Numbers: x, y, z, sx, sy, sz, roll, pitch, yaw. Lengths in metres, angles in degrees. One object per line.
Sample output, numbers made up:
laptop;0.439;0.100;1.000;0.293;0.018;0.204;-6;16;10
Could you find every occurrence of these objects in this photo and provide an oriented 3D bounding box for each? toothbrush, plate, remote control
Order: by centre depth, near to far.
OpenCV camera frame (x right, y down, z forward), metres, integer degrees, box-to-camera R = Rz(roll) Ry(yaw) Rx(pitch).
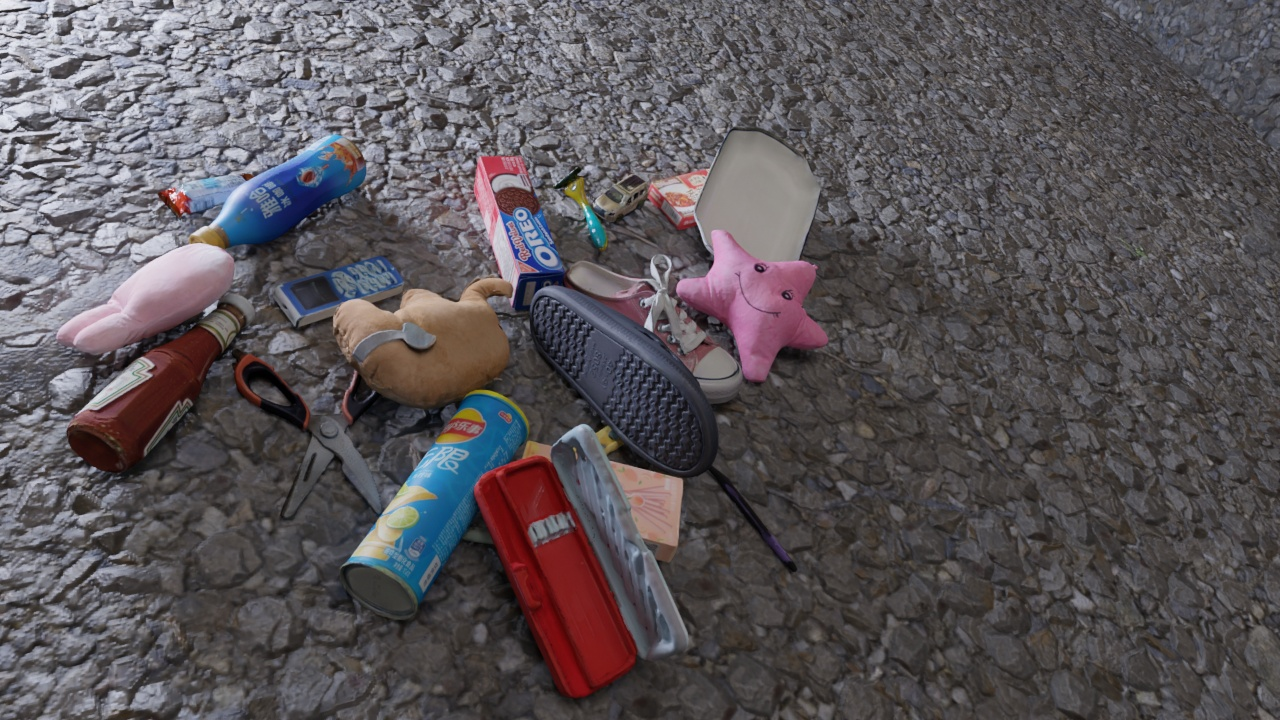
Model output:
toothbrush;-0.068;0.166;0.837;0.189;0.020;0.029;8;9;-15
toothbrush;0.099;0.139;0.938;0.016;0.014;0.189;-12;55;-47
remote control;-0.308;-0.072;0.946;0.124;0.024;0.049;-24;62;-39
plate;0.154;-0.209;1.235;0.162;0.034;0.264;31;53;-11

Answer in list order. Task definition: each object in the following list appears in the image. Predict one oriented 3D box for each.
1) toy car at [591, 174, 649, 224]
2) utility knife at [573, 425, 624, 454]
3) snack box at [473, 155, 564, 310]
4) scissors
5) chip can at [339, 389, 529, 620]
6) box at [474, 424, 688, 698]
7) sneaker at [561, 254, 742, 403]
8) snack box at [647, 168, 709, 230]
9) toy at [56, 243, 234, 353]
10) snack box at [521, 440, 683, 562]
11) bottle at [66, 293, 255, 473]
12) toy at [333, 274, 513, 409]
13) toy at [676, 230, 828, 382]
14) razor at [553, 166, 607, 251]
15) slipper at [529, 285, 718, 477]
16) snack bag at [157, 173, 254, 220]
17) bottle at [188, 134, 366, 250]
toy car;-0.026;-0.210;1.189;0.042;0.035;0.090;36;49;14
utility knife;-0.032;0.083;0.935;0.031;0.019;0.178;40;51;23
snack box;-0.144;-0.151;1.067;0.057;0.058;0.207;-5;52;-23
scissors;-0.289;0.051;0.850;0.225;0.015;0.188;42;47;15
chip can;-0.173;0.119;0.797;0.071;0.071;0.209;27;45;2
box;-0.051;0.164;0.751;0.094;0.100;0.201;-18;77;-37
sneaker;0.015;-0.045;1.016;0.241;0.088;0.118;35;45;11
snack box;0.089;-0.226;1.258;0.152;0.026;0.075;-21;61;-36
toy;-0.444;-0.055;0.833;0.121;0.054;0.159;11;42;43
snack box;-0.040;0.130;0.853;0.157;0.026;0.084;15;40;-5
bottle;-0.409;0.011;0.805;0.060;0.060;0.205;24;40;-2
toy;-0.192;-0.024;0.912;0.143;0.083;0.225;50;33;10
toy;0.142;-0.081;1.104;0.178;0.075;0.194;-32;77;-25
razor;-0.067;-0.185;1.151;0.028;0.043;0.132;36;24;-57
slipper;-0.006;0.005;0.936;0.083;0.111;0.268;-21;49;-42
snack bag;-0.455;-0.180;0.980;0.045;0.026;0.105;39;45;26
bottle;-0.383;-0.170;0.975;0.065;0.065;0.218;32;45;6
